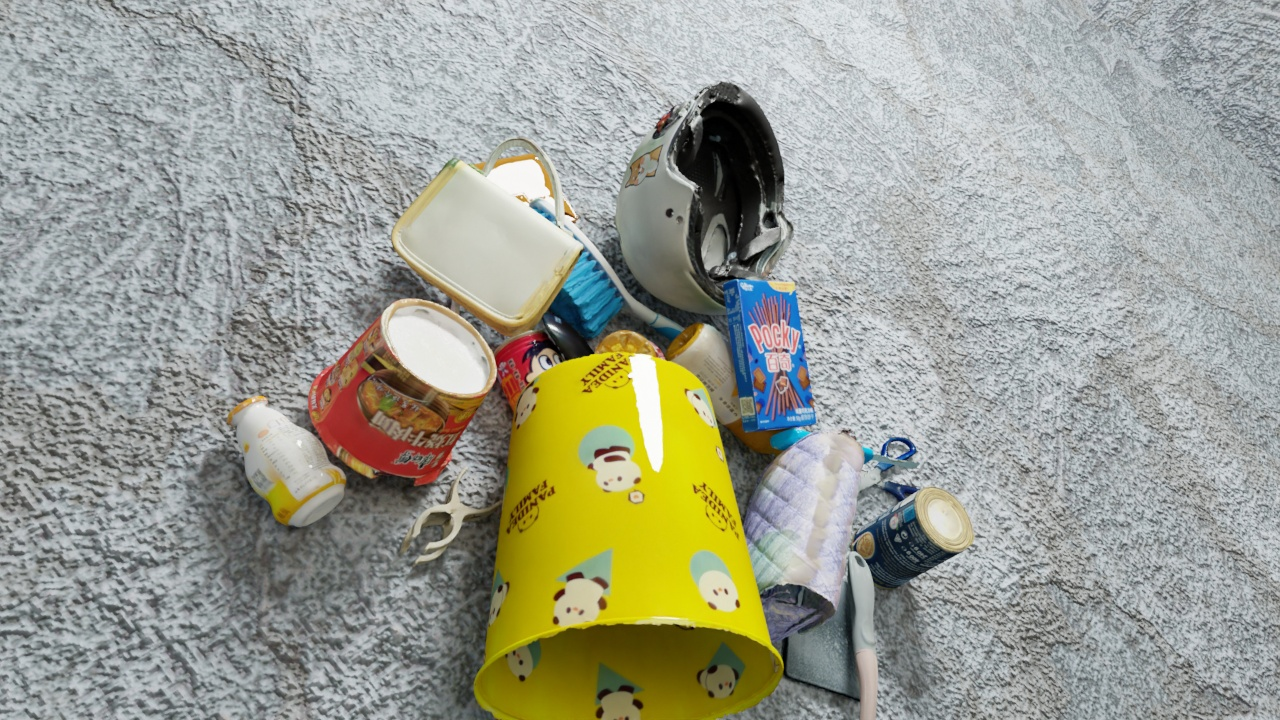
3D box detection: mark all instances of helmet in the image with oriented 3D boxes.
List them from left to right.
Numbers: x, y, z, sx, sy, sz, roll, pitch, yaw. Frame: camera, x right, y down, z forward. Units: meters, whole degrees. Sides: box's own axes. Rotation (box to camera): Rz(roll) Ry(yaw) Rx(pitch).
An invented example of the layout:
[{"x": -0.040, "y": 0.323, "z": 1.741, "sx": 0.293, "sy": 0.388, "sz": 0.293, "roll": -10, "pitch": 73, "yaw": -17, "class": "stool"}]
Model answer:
[{"x": 0.060, "y": -0.172, "z": 1.054, "sx": 0.230, "sy": 0.157, "sz": 0.273, "roll": 40, "pitch": 48, "yaw": -41, "class": "helmet"}]

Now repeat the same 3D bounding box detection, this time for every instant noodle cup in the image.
[{"x": -0.197, "y": 0.020, "z": 0.787, "sx": 0.138, "sy": 0.109, "sz": 0.137, "roll": 31, "pitch": 31, "yaw": -21, "class": "instant noodle cup"}]

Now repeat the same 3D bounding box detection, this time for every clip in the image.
[{"x": -0.166, "y": 0.139, "z": 0.800, "sx": 0.071, "sy": 0.035, "sz": 0.099, "roll": 41, "pitch": 39, "yaw": 2, "class": "clip"}]

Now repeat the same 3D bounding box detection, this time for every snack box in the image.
[{"x": 0.135, "y": -0.006, "z": 0.960, "sx": 0.084, "sy": 0.026, "sz": 0.157, "roll": -2, "pitch": 80, "yaw": -36, "class": "snack box"}]

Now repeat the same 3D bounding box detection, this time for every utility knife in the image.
[{"x": 0.237, "y": 0.104, "z": 1.020, "sx": 0.237, "sy": 0.034, "sz": 0.018, "roll": 15, "pitch": 55, "yaw": -37, "class": "utility knife"}]

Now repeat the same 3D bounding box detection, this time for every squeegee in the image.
[{"x": 0.213, "y": 0.296, "z": 0.885, "sx": 0.247, "sy": 0.040, "sz": 0.249, "roll": 19, "pitch": 53, "yaw": -14, "class": "squeegee"}]

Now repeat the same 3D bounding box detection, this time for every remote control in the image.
[{"x": -0.054, "y": 0.004, "z": 0.915, "sx": 0.136, "sy": 0.024, "sz": 0.053, "roll": 56, "pitch": 6, "yaw": -31, "class": "remote control"}]

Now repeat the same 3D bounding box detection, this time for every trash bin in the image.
[{"x": -0.017, "y": 0.148, "z": 0.762, "sx": 0.229, "sy": 0.230, "sz": 0.254, "roll": 14, "pitch": 46, "yaw": -22, "class": "trash bin"}]

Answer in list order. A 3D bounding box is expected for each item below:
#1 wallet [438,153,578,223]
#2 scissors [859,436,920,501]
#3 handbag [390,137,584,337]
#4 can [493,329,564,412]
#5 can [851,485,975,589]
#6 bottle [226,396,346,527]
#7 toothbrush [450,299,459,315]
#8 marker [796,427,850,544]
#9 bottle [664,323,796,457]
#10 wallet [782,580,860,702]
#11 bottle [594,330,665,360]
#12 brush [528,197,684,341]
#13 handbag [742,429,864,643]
[{"x": -0.145, "y": -0.177, "z": 1.037, "sx": 0.130, "sy": 0.035, "sz": 0.119, "roll": -20, "pitch": 67, "yaw": -35, "class": "wallet"}, {"x": 0.282, "y": 0.134, "z": 1.078, "sx": 0.162, "sy": 0.012, "sz": 0.163, "roll": 33, "pitch": 48, "yaw": -6, "class": "scissors"}, {"x": -0.136, "y": -0.132, "z": 0.918, "sx": 0.163, "sy": 0.063, "sz": 0.178, "roll": 34, "pitch": 78, "yaw": 2, "class": "handbag"}, {"x": -0.099, "y": 0.024, "z": 0.894, "sx": 0.066, "sy": 0.067, "sz": 0.093, "roll": -13, "pitch": 65, "yaw": -36, "class": "can"}, {"x": 0.288, "y": 0.189, "z": 0.975, "sx": 0.075, "sy": 0.111, "sz": 0.075, "roll": 15, "pitch": 52, "yaw": -21, "class": "can"}, {"x": -0.290, "y": 0.080, "z": 0.745, "sx": 0.063, "sy": 0.063, "sz": 0.108, "roll": -32, "pitch": 79, "yaw": -41, "class": "bottle"}, {"x": -0.193, "y": -0.072, "z": 0.942, "sx": 0.016, "sy": 0.016, "sz": 0.179, "roll": 6, "pitch": 55, "yaw": -17, "class": "toothbrush"}, {"x": 0.198, "y": 0.139, "z": 1.021, "sx": 0.016, "sy": 0.017, "sz": 0.145, "roll": -2, "pitch": 60, "yaw": -32, "class": "marker"}, {"x": 0.109, "y": 0.042, "z": 0.991, "sx": 0.189, "sy": 0.068, "sz": 0.067, "roll": 44, "pitch": 46, "yaw": -15, "class": "bottle"}, {"x": 0.188, "y": 0.272, "z": 0.922, "sx": 0.097, "sy": 0.019, "sz": 0.120, "roll": 22, "pitch": 51, "yaw": -13, "class": "wallet"}, {"x": -0.005, "y": 0.005, "z": 0.906, "sx": 0.057, "sy": 0.175, "sz": 0.057, "roll": 0, "pitch": 87, "yaw": 7, "class": "bottle"}, {"x": -0.023, "y": -0.057, "z": 1.003, "sx": 0.314, "sy": 0.061, "sz": 0.109, "roll": 47, "pitch": 58, "yaw": -7, "class": "brush"}, {"x": 0.154, "y": 0.171, "z": 0.894, "sx": 0.075, "sy": 0.135, "sz": 0.193, "roll": 30, "pitch": 49, "yaw": -8, "class": "handbag"}]
